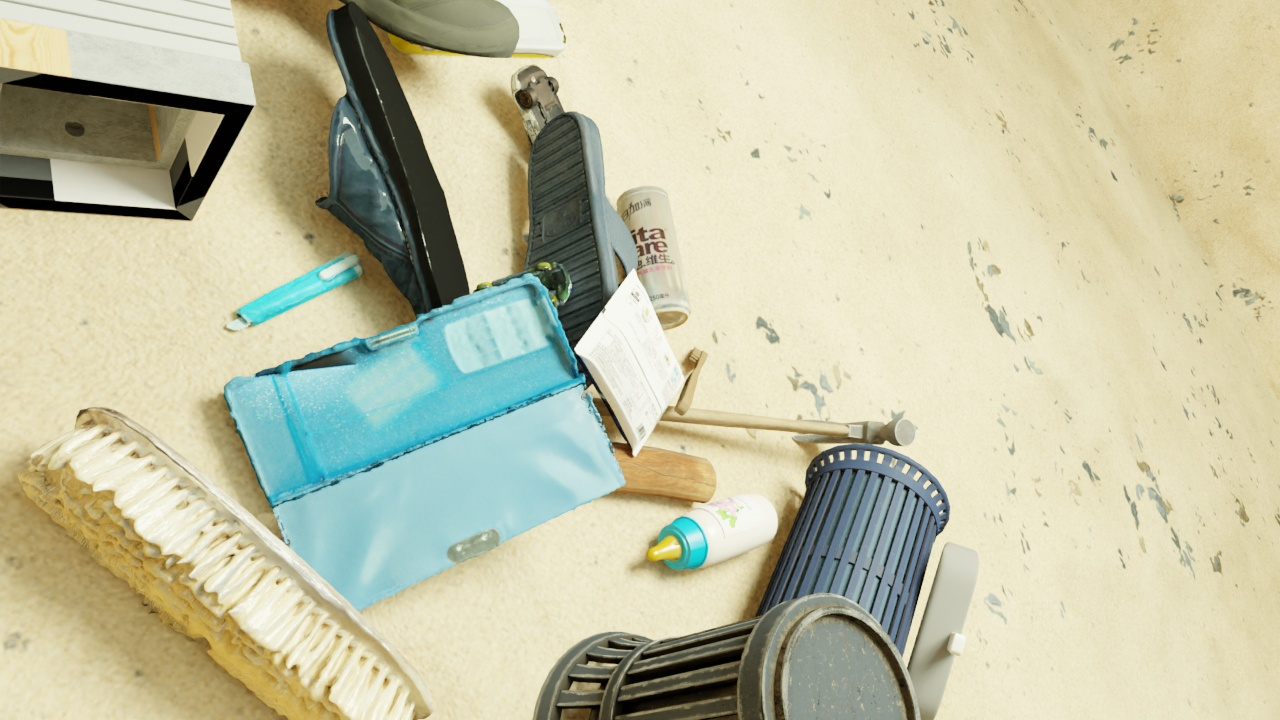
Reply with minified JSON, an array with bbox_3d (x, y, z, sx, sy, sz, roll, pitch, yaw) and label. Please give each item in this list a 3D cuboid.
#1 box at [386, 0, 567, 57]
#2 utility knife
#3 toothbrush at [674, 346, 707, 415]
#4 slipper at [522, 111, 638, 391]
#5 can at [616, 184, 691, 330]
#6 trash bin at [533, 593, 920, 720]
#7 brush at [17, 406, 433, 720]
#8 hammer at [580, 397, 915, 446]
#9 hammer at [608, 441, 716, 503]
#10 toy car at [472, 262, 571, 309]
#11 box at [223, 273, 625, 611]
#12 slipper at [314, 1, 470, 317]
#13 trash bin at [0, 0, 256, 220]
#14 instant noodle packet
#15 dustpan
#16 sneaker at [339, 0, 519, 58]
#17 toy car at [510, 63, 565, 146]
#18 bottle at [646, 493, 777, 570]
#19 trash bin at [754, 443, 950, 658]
[{"bbox_3d":[-0.171,-0.354,0.893,0.209,0.034,0.129,-17,76,-44],"label":"box"},{"bbox_3d":[-0.250,-0.051,0.667,0.022,0.016,0.116,46,46,6],"label":"utility knife"},{"bbox_3d":[0.046,0.016,0.837,0.016,0.016,0.166,35,19,-2],"label":"toothbrush"},{"bbox_3d":[-0.044,-0.092,0.805,0.082,0.101,0.263,19,61,-47],"label":"slipper"},{"bbox_3d":[0.012,-0.099,0.891,0.054,0.054,0.135,7,64,-38],"label":"can"},{"bbox_3d":[0.057,0.248,0.618,0.164,0.228,0.164,20,56,-32],"label":"trash bin"},{"bbox_3d":[-0.232,0.137,0.531,0.271,0.083,0.056,47,45,-12],"label":"brush"},{"bbox_3d":[0.094,0.059,0.857,0.330,0.120,0.030,5,83,-28],"label":"hammer"},{"bbox_3d":[-0.054,0.090,0.743,0.300,0.037,0.157,11,61,-36],"label":"hammer"},{"bbox_3d":[-0.097,-0.052,0.757,0.027,0.090,0.038,55,21,-61],"label":"toy car"},{"bbox_3d":[-0.142,0.054,0.632,0.231,0.034,0.174,-21,82,-22],"label":"box"},{"bbox_3d":[-0.207,-0.134,0.711,0.109,0.083,0.265,-75,145,-84],"label":"slipper"},{"bbox_3d":[-0.358,-0.237,0.581,0.142,0.143,0.246,-2,69,-42],"label":"trash bin"},{"bbox_3d":[-0.005,0.004,0.738,0.086,0.026,0.134,-56,140,-28],"label":"instant noodle packet"},{"bbox_3d":[0.255,0.236,0.787,0.163,0.033,0.257,-70,159,-9],"label":"dustpan"},{"bbox_3d":[-0.200,-0.345,0.746,0.238,0.143,0.101,18,17,-15],"label":"sneaker"},{"bbox_3d":[-0.091,-0.224,0.874,0.048,0.041,0.113,-46,120,-45],"label":"toy car"},{"bbox_3d":[0.059,0.152,0.798,0.145,0.051,0.051,-8,73,-43],"label":"bottle"},{"bbox_3d":[0.177,0.209,0.810,0.139,0.140,0.248,45,48,-13],"label":"trash bin"}]
